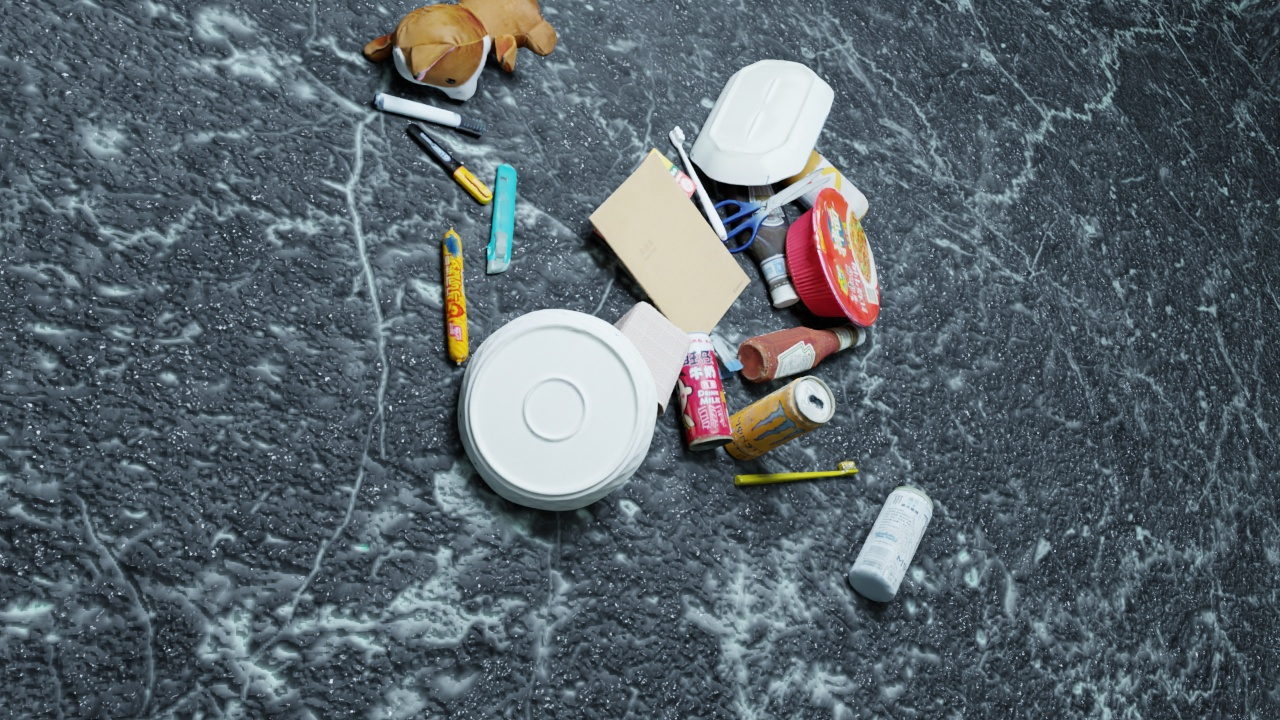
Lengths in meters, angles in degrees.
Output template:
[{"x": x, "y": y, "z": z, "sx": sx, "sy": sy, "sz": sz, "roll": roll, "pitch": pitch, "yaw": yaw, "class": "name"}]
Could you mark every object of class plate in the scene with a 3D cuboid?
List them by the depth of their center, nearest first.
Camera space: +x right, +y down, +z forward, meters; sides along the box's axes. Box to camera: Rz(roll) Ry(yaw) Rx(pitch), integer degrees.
[{"x": -0.085, "y": 0.049, "z": 0.925, "sx": 0.205, "sy": 0.045, "sz": 0.205, "roll": 0, "pitch": 87, "yaw": -2, "class": "plate"}, {"x": 0.169, "y": -0.338, "z": 1.260, "sx": 0.162, "sy": 0.034, "sz": 0.264, "roll": 14, "pitch": 54, "yaw": 19, "class": "plate"}]

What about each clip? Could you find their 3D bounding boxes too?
[{"x": 0.100, "y": -0.006, "z": 1.138, "sx": 0.027, "sy": 0.045, "sz": 0.058, "roll": -18, "pitch": 73, "yaw": -34, "class": "clip"}]

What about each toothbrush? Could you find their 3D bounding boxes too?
[{"x": 0.194, "y": 0.139, "z": 1.129, "sx": 0.189, "sy": 0.016, "sz": 0.016, "roll": -1, "pitch": 65, "yaw": -31, "class": "toothbrush"}, {"x": 0.078, "y": -0.235, "z": 1.215, "sx": 0.016, "sy": 0.016, "sz": 0.180, "roll": -7, "pitch": 65, "yaw": -38, "class": "toothbrush"}]

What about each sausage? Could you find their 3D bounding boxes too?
[{"x": -0.199, "y": -0.070, "z": 0.985, "sx": 0.021, "sy": 0.022, "sz": 0.165, "roll": 4, "pitch": 67, "yaw": -29, "class": "sausage"}]

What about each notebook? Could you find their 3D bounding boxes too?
[{"x": 0.041, "y": -0.134, "z": 1.136, "sx": 0.211, "sy": 0.012, "sz": 0.149, "roll": 51, "pitch": 54, "yaw": -17, "class": "notebook"}]

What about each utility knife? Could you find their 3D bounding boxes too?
[{"x": -0.159, "y": -0.164, "z": 1.057, "sx": 0.029, "sy": 0.013, "sz": 0.151, "roll": 14, "pitch": 62, "yaw": -28, "class": "utility knife"}]

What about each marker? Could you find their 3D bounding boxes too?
[{"x": -0.218, "y": -0.226, "z": 1.049, "sx": 0.124, "sy": 0.015, "sz": 0.018, "roll": 43, "pitch": 49, "yaw": -5, "class": "marker"}, {"x": -0.242, "y": -0.283, "z": 1.059, "sx": 0.130, "sy": 0.018, "sz": 0.022, "roll": 7, "pitch": 74, "yaw": -28, "class": "marker"}]

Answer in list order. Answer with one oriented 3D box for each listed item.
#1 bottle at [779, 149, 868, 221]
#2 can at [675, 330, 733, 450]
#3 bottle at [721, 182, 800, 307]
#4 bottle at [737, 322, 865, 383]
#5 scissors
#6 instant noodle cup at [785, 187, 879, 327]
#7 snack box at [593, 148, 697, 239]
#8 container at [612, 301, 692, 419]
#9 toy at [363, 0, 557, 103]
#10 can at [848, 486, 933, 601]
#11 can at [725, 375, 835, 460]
[{"x": 0.238, "y": -0.261, "z": 1.303, "sx": 0.189, "sy": 0.068, "sz": 0.067, "roll": 42, "pitch": 54, "yaw": -7, "class": "bottle"}, {"x": 0.069, "y": 0.035, "z": 1.076, "sx": 0.053, "sy": 0.053, "sz": 0.132, "roll": -1, "pitch": 71, "yaw": -31, "class": "can"}, {"x": 0.169, "y": -0.166, "z": 1.235, "sx": 0.079, "sy": 0.044, "sz": 0.194, "roll": -7, "pitch": 73, "yaw": -31, "class": "bottle"}, {"x": 0.214, "y": -0.018, "z": 1.186, "sx": 0.205, "sy": 0.060, "sz": 0.059, "roll": -14, "pitch": 76, "yaw": -37, "class": "bottle"}, {"x": 0.162, "y": -0.210, "z": 1.201, "sx": 0.125, "sy": 0.012, "sz": 0.173, "roll": 35, "pitch": 89, "yaw": 18, "class": "scissors"}, {"x": 0.252, "y": -0.129, "z": 1.226, "sx": 0.193, "sy": 0.066, "sz": 0.193, "roll": 28, "pitch": 53, "yaw": -46, "class": "instant noodle cup"}, {"x": 0.008, "y": -0.194, "z": 1.161, "sx": 0.077, "sy": 0.027, "sz": 0.155, "roll": 39, "pitch": 55, "yaw": -12, "class": "snack box"}, {"x": -0.006, "y": 0.006, "z": 1.026, "sx": 0.090, "sy": 0.090, "sz": 0.110, "roll": 37, "pitch": 52, "yaw": -11, "class": "container"}, {"x": -0.207, "y": -0.370, "z": 1.070, "sx": 0.199, "sy": 0.140, "sz": 0.131, "roll": -31, "pitch": 128, "yaw": -35, "class": "toy"}, {"x": 0.311, "y": 0.225, "z": 1.132, "sx": 0.058, "sy": 0.058, "sz": 0.146, "roll": 45, "pitch": 54, "yaw": -6, "class": "can"}, {"x": 0.155, "y": 0.068, "z": 1.056, "sx": 0.058, "sy": 0.146, "sz": 0.058, "roll": 13, "pitch": 62, "yaw": -26, "class": "can"}]
